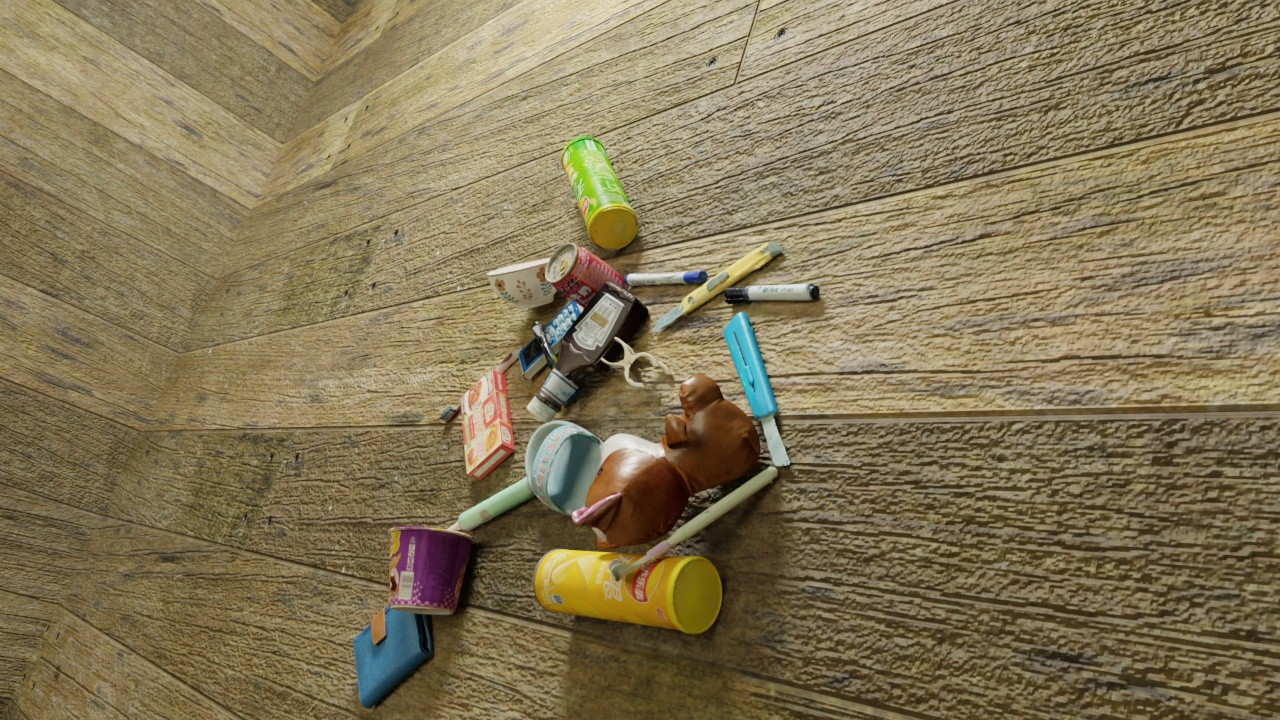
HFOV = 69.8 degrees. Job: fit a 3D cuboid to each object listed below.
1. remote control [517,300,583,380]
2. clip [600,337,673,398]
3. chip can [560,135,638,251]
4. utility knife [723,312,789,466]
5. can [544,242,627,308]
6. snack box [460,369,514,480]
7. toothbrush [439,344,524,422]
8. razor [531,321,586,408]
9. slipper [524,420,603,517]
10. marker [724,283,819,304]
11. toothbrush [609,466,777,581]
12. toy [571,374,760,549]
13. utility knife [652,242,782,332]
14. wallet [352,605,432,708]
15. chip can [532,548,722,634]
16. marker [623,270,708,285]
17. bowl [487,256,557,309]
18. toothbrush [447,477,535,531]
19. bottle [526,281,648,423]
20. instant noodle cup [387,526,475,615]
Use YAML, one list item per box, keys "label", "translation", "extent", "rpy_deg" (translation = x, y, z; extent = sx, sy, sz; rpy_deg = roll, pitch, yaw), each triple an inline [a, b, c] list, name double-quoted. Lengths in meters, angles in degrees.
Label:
- label: "remote control"
  translation: [-0.123, -0.028, 1.273]
  extent: [0.125, 0.024, 0.049]
  rpy_deg: [-41, 39, 19]
- label: "clip"
  translation: [0.001, -0.002, 1.096]
  extent: [0.081, 0.034, 0.104]
  rpy_deg: [-48, 44, 11]
- label: "chip can"
  translation: [-0.062, -0.245, 1.320]
  extent: [0.073, 0.072, 0.221]
  rpy_deg: [-43, 39, 19]
- label: "utility knife"
  translation: [0.123, 0.030, 0.957]
  extent: [0.034, 0.018, 0.206]
  rpy_deg: [-38, 42, 24]
- label: "can"
  translation: [-0.072, -0.107, 1.213]
  extent: [0.067, 0.093, 0.066]
  rpy_deg: [-29, 45, 33]
- label: "snack box"
  translation: [-0.218, 0.089, 1.298]
  extent: [0.075, 0.025, 0.152]
  rpy_deg: [-41, 40, 22]
- label: "toothbrush"
  translation: [-0.237, 0.034, 1.366]
  extent: [0.188, 0.017, 0.016]
  rpy_deg: [-41, 40, 23]
- label: "razor"
  translation: [-0.117, -0.003, 1.226]
  extent: [0.043, 0.022, 0.142]
  rpy_deg: [-42, 54, 16]
- label: "slipper"
  translation: [-0.070, 0.133, 1.056]
  extent: [0.246, 0.074, 0.104]
  rpy_deg: [19, 81, 51]
- label: "marker"
  translation: [0.142, -0.072, 1.008]
  extent: [0.131, 0.018, 0.022]
  rpy_deg: [5, 77, 51]
- label: "toothbrush"
  translation: [0.053, 0.154, 0.880]
  extent: [0.189, 0.029, 0.020]
  rpy_deg: [-31, 68, -10]
- label: "toy"
  translation: [0.018, 0.106, 0.909]
  extent: [0.199, 0.140, 0.130]
  rpy_deg: [-46, 57, -8]
- label: "utility knife"
  translation: [0.088, -0.085, 1.086]
  extent: [0.195, 0.020, 0.030]
  rpy_deg: [-37, 35, 32]
- label: "wallet"
  translation: [-0.329, 0.378, 1.211]
  extent: [0.133, 0.040, 0.106]
  rpy_deg: [-43, 43, 19]
- label: "chip can"
  translation: [-0.018, 0.229, 0.930]
  extent: [0.214, 0.072, 0.072]
  rpy_deg: [-8, 59, 46]
- label: "marker"
  translation: [0.029, -0.103, 1.160]
  extent: [0.146, 0.017, 0.016]
  rpy_deg: [4, 67, 50]
- label: "bowl"
  translation: [-0.159, -0.110, 1.326]
  extent: [0.114, 0.113, 0.062]
  rpy_deg: [-2, 106, 48]
- label: "toothbrush"
  translation: [-0.212, 0.202, 1.208]
  extent: [0.225, 0.026, 0.027]
  rpy_deg: [-31, 15, 32]
- label: "bottle"
  translation: [-0.073, -0.006, 1.166]
  extent: [0.080, 0.044, 0.195]
  rpy_deg: [35, 87, 41]
- label: "instant noodle cup"
  translation: [-0.272, 0.271, 1.171]
  extent: [0.112, 0.111, 0.099]
  rpy_deg: [-16, 63, 42]
